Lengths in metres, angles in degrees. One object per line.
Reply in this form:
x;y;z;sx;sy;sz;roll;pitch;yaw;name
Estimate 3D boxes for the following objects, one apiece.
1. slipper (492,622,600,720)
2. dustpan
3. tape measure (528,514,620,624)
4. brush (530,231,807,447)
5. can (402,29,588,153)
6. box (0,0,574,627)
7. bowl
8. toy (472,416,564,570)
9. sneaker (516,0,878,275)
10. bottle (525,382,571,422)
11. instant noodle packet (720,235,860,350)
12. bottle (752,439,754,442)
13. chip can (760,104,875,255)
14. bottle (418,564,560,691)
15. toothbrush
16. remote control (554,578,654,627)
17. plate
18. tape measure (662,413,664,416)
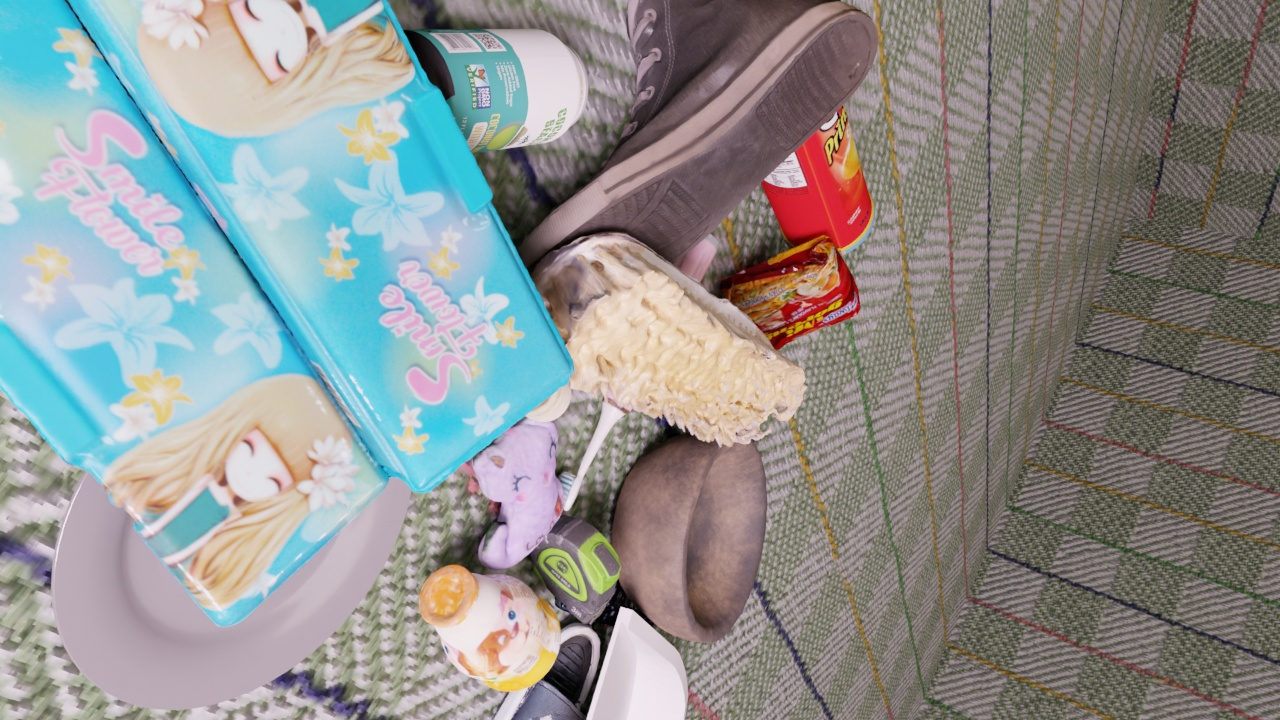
-0.087;0.319;0.657;0.263;0.063;0.111;-56;147;-19;slipper
-0.007;0.313;0.707;0.258;0.053;0.191;81;25;-65;dustpan
-0.042;0.135;0.619;0.035;0.065;0.059;-34;157;-48;tape measure
0.026;-0.004;0.570;0.083;0.056;0.271;-43;148;11;brush
-0.073;-0.126;0.429;0.101;0.055;0.055;-26;128;-50;can
-0.140;-0.037;0.334;0.181;0.039;0.227;-40;120;-26;box
0.037;0.132;0.715;0.161;0.070;0.162;-17;109;-59;bowl
-0.076;0.081;0.562;0.080;0.036;0.100;-45;143;-38;toy
0.005;-0.138;0.524;0.235;0.120;0.095;-44;152;13;sneaker
-0.087;-0.006;0.470;0.059;0.059;0.167;-65;149;-9;bottle
0.129;-0.054;0.766;0.099;0.039;0.135;-27;154;16;instant noodle packet
0.075;0.053;0.779;0.045;0.045;0.185;-33;133;-46;bottle
0.120;-0.163;0.689;0.087;0.087;0.213;-63;150;-13;chip can
-0.091;0.158;0.554;0.063;0.063;0.109;-58;147;-21;bottle
-0.004;0.004;0.643;0.222;0.026;0.027;-62;170;-14;toothbrush
-0.022;0.184;0.724;0.047;0.022;0.150;-63;147;-11;remote control
-0.175;0.072;0.420;0.177;0.012;0.179;-34;134;-45;plate
0.040;0.012;0.705;0.072;0.042;0.071;-61;149;-24;tape measure
